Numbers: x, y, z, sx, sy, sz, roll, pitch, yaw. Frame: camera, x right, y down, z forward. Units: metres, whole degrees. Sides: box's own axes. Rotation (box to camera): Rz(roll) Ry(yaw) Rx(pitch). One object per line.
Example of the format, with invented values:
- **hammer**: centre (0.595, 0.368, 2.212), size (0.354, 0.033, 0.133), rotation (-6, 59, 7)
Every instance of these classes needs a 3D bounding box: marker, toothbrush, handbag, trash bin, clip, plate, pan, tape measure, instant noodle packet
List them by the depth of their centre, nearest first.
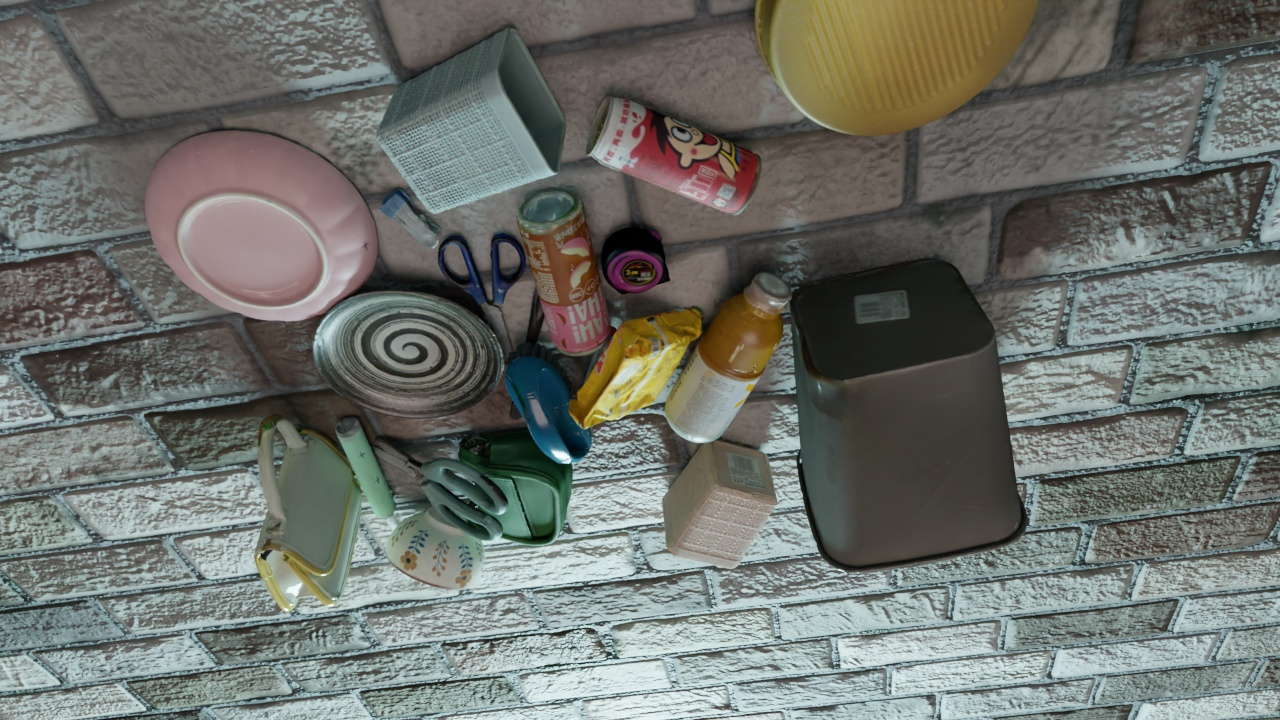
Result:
- **pan**: centre (0.148, -0.309, 0.606), size (0.198, 0.078, 0.357), rotation (-21, 137, 13)
- **plate**: centre (-0.326, -0.102, 0.784), size (0.192, 0.039, 0.193), rotation (-1, 133, -1)
- **clip**: centre (-0.195, -0.120, 0.786), size (0.025, 0.032, 0.057), rotation (-33, 122, 22)
- **tape measure**: centre (-0.006, -0.089, 0.808), size (0.057, 0.039, 0.058), rotation (-17, 136, 13)
- **trash bin**: centre (0.235, 0.044, 0.849), size (0.199, 0.198, 0.220), rotation (-13, 125, 7)
- **instant noodle packet**: centre (-0.005, 0.005, 0.866), size (0.110, 0.044, 0.129), rotation (-19, 152, -46)
- **plate**: centre (-0.220, -0.008, 0.881), size (0.179, 0.024, 0.180), rotation (-1, 137, -1)
- **toothbrush**: centre (-0.108, -0.011, 0.894), size (0.015, 0.018, 0.181), rotation (7, 130, -13)
- **marker**: centre (-0.050, 0.022, 0.924), size (0.017, 0.017, 0.146), rotation (12, 132, -13)
- **handbag**: centre (-0.341, 0.143, 0.927), size (0.063, 0.163, 0.179), rotation (-8, 132, 2)
- **handbag**: centre (-0.136, 0.136, 0.999), size (0.120, 0.067, 0.132), rotation (7, 134, 3)
- **toothbrush**: centre (-0.293, 0.147, 1.025), size (0.026, 0.027, 0.225), rotation (20, 139, 27)

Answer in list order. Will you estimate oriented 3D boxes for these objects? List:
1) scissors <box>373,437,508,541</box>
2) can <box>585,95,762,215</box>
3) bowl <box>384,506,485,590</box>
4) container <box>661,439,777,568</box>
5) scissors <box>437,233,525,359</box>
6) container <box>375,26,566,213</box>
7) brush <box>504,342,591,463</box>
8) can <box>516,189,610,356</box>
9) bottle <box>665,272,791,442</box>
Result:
- **scissors**: centre (-0.211, 0.121, 0.964), size (0.180, 0.019, 0.143), rotation (37, 139, 2)
- **can**: centre (0.026, -0.163, 0.730), size (0.132, 0.053, 0.053), rotation (18, 130, -18)
- **bowl**: centre (-0.225, 0.204, 1.038), size (0.113, 0.113, 0.062), rotation (21, 96, -20)
- **container**: centre (0.088, 0.154, 1.004), size (0.090, 0.089, 0.111), rotation (16, 128, -16)
- **scissors**: centre (-0.149, -0.051, 0.857), size (0.132, 0.012, 0.173), rotation (18, 131, -20)
- **container**: centre (-0.127, -0.175, 0.690), size (0.112, 0.089, 0.090), rotation (-18, 131, 17)
- **brush**: centre (-0.088, 0.052, 0.892), size (0.055, 0.073, 0.144), rotation (-14, 130, 11)
- **can**: centre (-0.065, -0.075, 0.805), size (0.058, 0.057, 0.147), rotation (-8, 133, 5)
- **bottle**: centre (0.085, -0.001, 0.872), size (0.068, 0.067, 0.190), rotation (15, 130, -15)
